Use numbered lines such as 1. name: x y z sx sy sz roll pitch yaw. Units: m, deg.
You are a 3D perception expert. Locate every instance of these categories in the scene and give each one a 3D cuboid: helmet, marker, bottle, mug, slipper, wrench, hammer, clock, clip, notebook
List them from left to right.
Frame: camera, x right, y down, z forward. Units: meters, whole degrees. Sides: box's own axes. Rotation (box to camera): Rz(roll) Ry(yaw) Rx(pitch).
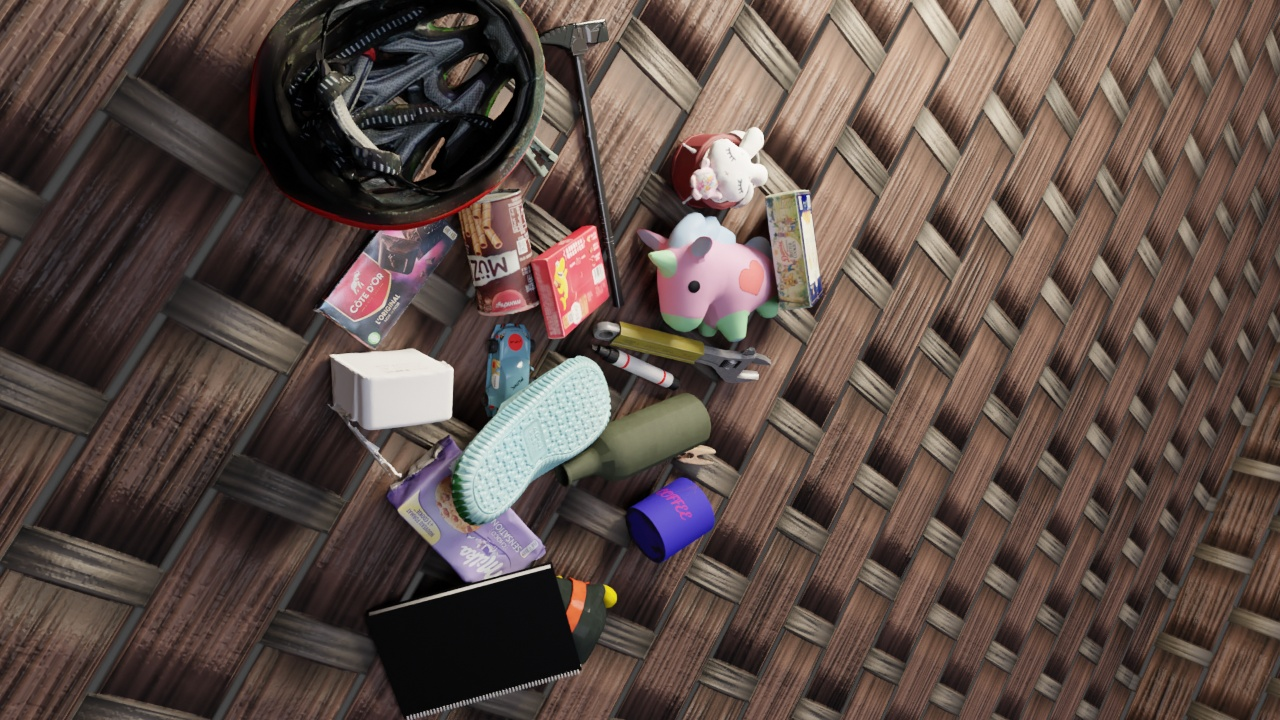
1. helmet: -0.213 -0.233 0.822 0.271 0.167 0.217 -35 107 -19
2. notebook: -0.182 0.315 1.023 0.206 0.016 0.149 -14 112 -4
3. clip: -0.124 -0.232 0.988 0.076 0.023 0.047 44 72 -38
4. slipper: -0.125 0.080 1.004 0.275 0.070 0.116 -41 131 -48
5. hammer: -0.055 -0.214 1.050 0.094 0.015 0.325 -23 115 -32
6. bottle: -0.011 0.103 1.126 0.206 0.071 0.071 -20 113 -32
7. marker: -0.006 0.007 1.138 0.145 0.019 0.019 24 86 -39
8. mug: 0.036 0.217 1.194 0.083 0.079 0.111 -27 144 -30
9. wrench: 0.056 -0.011 1.162 0.273 0.084 0.018 12 59 -32
10. clip: 0.074 0.124 1.228 0.062 0.025 0.047 -24 111 -23
11. clock: 0.097 -0.235 1.138 0.137 0.048 0.096 -11 108 -34

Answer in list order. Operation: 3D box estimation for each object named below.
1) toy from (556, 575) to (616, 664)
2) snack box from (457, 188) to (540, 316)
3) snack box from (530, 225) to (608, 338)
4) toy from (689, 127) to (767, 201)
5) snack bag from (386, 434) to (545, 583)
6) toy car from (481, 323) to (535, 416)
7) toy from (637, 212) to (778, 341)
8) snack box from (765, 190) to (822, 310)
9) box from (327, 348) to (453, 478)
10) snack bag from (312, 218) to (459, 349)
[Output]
1. toy: -0.101 0.303 1.095 0.119 0.099 0.098 33 125 -15
2. snack box: -0.149 -0.114 0.965 0.072 0.072 0.121 -22 113 -32
3. snack box: -0.075 -0.089 1.018 0.132 0.021 0.089 -48 132 -58
4. toy: 0.108 -0.227 1.092 0.125 0.037 0.076 -29 113 -32
5. snack bag: -0.191 0.180 1.016 0.096 0.058 0.205 -43 126 -18
6. toy car: -0.144 0.014 1.029 0.060 0.027 0.108 -2 102 -37
7. toy: 0.100 -0.112 1.139 0.221 0.120 0.171 -32 122 -35
8. snack box: 0.200 -0.144 1.182 0.144 0.043 0.145 -32 115 -70
9. box: -0.249 0.062 0.910 0.102 0.110 0.130 -7 105 -36
10. snack bag: -0.253 -0.092 0.927 0.074 0.018 0.155 42 77 -37
